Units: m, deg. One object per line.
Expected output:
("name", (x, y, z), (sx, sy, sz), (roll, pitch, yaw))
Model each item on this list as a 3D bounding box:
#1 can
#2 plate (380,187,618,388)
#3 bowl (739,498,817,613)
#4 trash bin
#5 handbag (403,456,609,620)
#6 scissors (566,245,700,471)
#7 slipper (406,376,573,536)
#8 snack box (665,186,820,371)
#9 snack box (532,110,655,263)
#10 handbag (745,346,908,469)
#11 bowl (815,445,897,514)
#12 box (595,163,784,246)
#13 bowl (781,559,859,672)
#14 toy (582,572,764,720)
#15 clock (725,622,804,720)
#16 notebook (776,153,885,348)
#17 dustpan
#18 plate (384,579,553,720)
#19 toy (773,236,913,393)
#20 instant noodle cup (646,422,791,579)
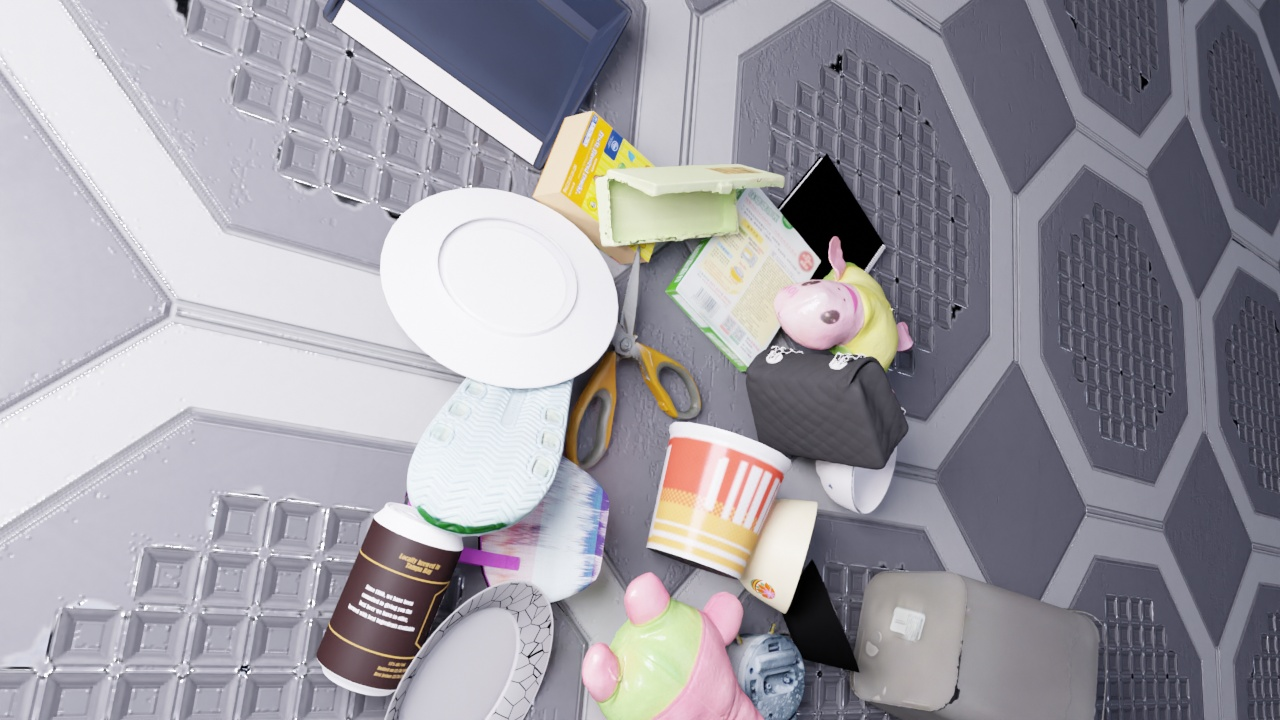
("can", (-0.187, 0.178, 0.689), (0.072, 0.072, 0.128), (25, 85, -33))
("plate", (-0.114, -0.070, 0.783), (0.208, 0.015, 0.208), (13, 54, -18))
("bowl", (0.130, 0.192, 0.947), (0.074, 0.118, 0.117), (17, 66, 9))
("trash bin", (0.381, 0.351, 1.063), (0.220, 0.198, 0.197), (27, 66, -25))
("handbag", (-0.118, 0.138, 0.781), (0.169, 0.068, 0.144), (17, 72, -28))
("scissors", (-0.007, 0.005, 0.894), (0.224, 0.016, 0.225), (17, 84, -42))
("slipper", (-0.112, 0.056, 0.754), (0.104, 0.074, 0.244), (21, 37, -4))
("snack box", (0.116, -0.093, 1.008), (0.132, 0.027, 0.167), (45, 66, -22))
("snack box", (-0.032, -0.164, 0.887), (0.125, 0.040, 0.088), (34, 68, -40))
("handbag", (0.201, 0.033, 0.972), (0.114, 0.154, 0.125), (-43, 124, -31))
("bowl", (0.242, 0.114, 1.051), (0.113, 0.063, 0.113), (-19, 115, -48))
("box", (0.043, -0.147, 0.892), (0.187, 0.091, 0.083), (-12, 123, -41))
("bowl", (0.183, 0.281, 0.980), (0.052, 0.124, 0.124), (-22, 99, 3))
("toy", (0.044, 0.304, 0.849), (0.236, 0.097, 0.191), (44, 74, -20))
("clock", (0.124, 0.338, 0.939), (0.090, 0.052, 0.129), (5, 79, -38))
("notebook", (0.216, -0.135, 1.113), (0.149, 0.016, 0.206), (52, 56, -18))
("dustpan", (-0.118, -0.359, 0.843), (0.236, 0.080, 0.272), (32, 65, -30))
("plate", (-0.137, 0.259, 0.725), (0.188, 0.016, 0.189), (-34, 134, -44))
("toy", (0.239, -0.046, 1.039), (0.237, 0.088, 0.190), (-1, 73, -51))
("instant noodle cup", (0.069, 0.139, 0.892), (0.123, 0.124, 0.121), (28, 74, -32))
